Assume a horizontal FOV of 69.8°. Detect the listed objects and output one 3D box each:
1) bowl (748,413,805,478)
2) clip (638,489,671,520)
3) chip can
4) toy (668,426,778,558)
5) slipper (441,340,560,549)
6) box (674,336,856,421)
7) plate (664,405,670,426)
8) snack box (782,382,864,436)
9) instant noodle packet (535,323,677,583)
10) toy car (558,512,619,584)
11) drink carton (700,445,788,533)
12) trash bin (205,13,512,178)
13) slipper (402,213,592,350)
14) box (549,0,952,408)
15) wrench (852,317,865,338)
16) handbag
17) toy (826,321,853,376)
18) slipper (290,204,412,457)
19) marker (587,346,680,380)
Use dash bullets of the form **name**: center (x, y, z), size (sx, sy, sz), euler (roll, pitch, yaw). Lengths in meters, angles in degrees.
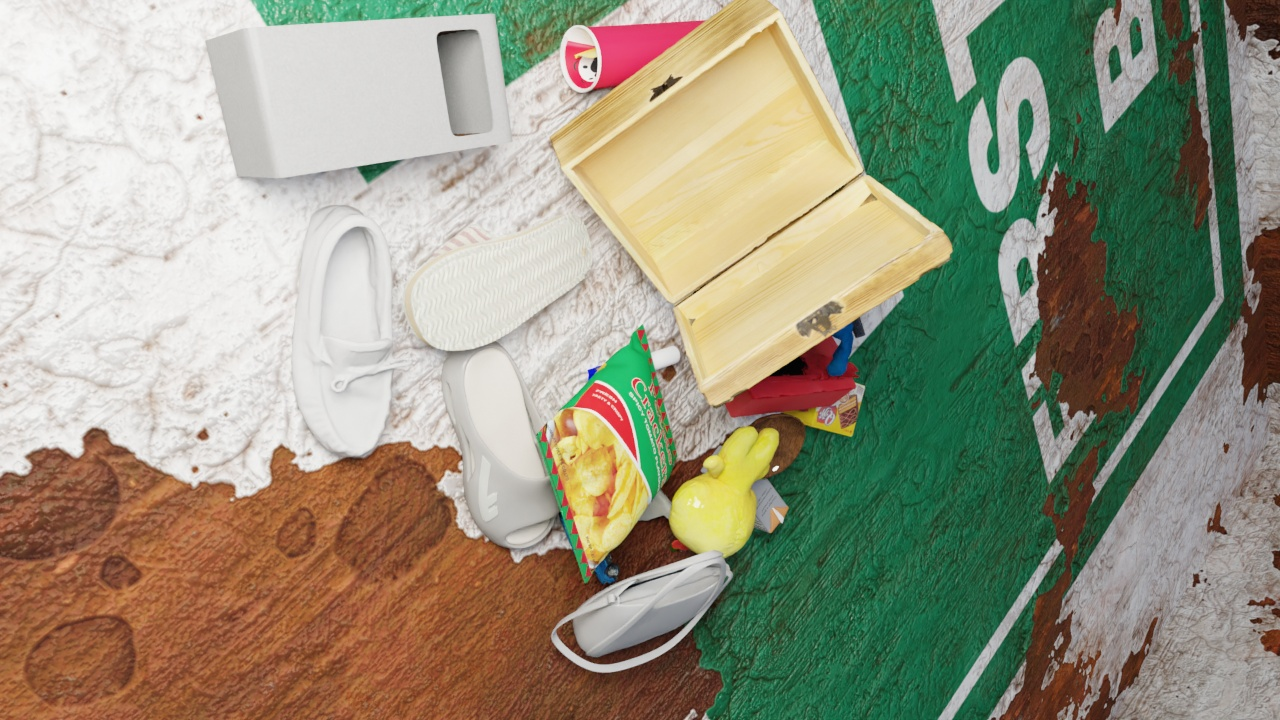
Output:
- **bowl**: center (0.167, 0.109, 1.224), size (0.102, 0.026, 0.114), euler (-1, 127, -21)
- **clip**: center (0.018, 0.188, 1.205), size (0.102, 0.058, 0.052), euler (56, 48, -42)
- **chip can**: center (0.016, -0.354, 1.060), size (0.220, 0.069, 0.069), euler (-19, 112, -37)
- **toy**: center (0.110, 0.175, 1.182), size (0.133, 0.092, 0.208), euler (12, 105, -38)
- **slipper**: center (-0.141, 0.103, 1.022), size (0.112, 0.081, 0.266), euler (-28, 117, -37)
- **box**: center (0.156, 0.012, 1.254), size (0.213, 0.164, 0.154), euler (-2, 146, -41)
- **plate**: center (-0.008, 0.105, 1.183), size (0.134, 0.011, 0.134), euler (-10, 107, -39)
- **snack box**: center (0.276, 0.063, 1.384), size (0.105, 0.061, 0.083), euler (16, 89, -41)
- **instant noodle packet**: center (-0.029, 0.101, 1.068), size (0.251, 0.090, 0.196), euler (-48, 131, -50)
- **toy car**: center (-0.064, 0.225, 1.137), size (0.043, 0.056, 0.120), euler (-27, 113, -8)
- **drink carton**: center (0.148, 0.183, 1.296), size (0.048, 0.076, 0.125), euler (-50, 123, -21)
- **trash bin**: center (-0.247, -0.241, 0.829), size (0.228, 0.115, 0.114), euler (-20, 112, -36)
- **slipper**: center (-0.152, -0.093, 0.988), size (0.262, 0.052, 0.115), euler (-32, 117, -44)
- **box**: center (0.119, -0.148, 0.964), size (0.279, 0.334, 0.286), euler (-35, 129, 9)
- **wrench**: center (0.302, -0.104, 1.325), size (0.273, 0.022, 0.073), euler (58, 16, -63)
- **handbag**: center (0.020, 0.294, 1.121), size (0.215, 0.223, 0.095), euler (-6, 60, -39)
- **toy**: center (0.220, -0.057, 1.152), size (0.176, 0.071, 0.112), euler (51, 41, -17)
- **slipper**: center (-0.278, -0.025, 0.889), size (0.112, 0.075, 0.247), euler (-2, 103, -25)
- **marker**: center (-0.007, 0.007, 1.154), size (0.132, 0.023, 0.027), euler (-18, 90, -37)
